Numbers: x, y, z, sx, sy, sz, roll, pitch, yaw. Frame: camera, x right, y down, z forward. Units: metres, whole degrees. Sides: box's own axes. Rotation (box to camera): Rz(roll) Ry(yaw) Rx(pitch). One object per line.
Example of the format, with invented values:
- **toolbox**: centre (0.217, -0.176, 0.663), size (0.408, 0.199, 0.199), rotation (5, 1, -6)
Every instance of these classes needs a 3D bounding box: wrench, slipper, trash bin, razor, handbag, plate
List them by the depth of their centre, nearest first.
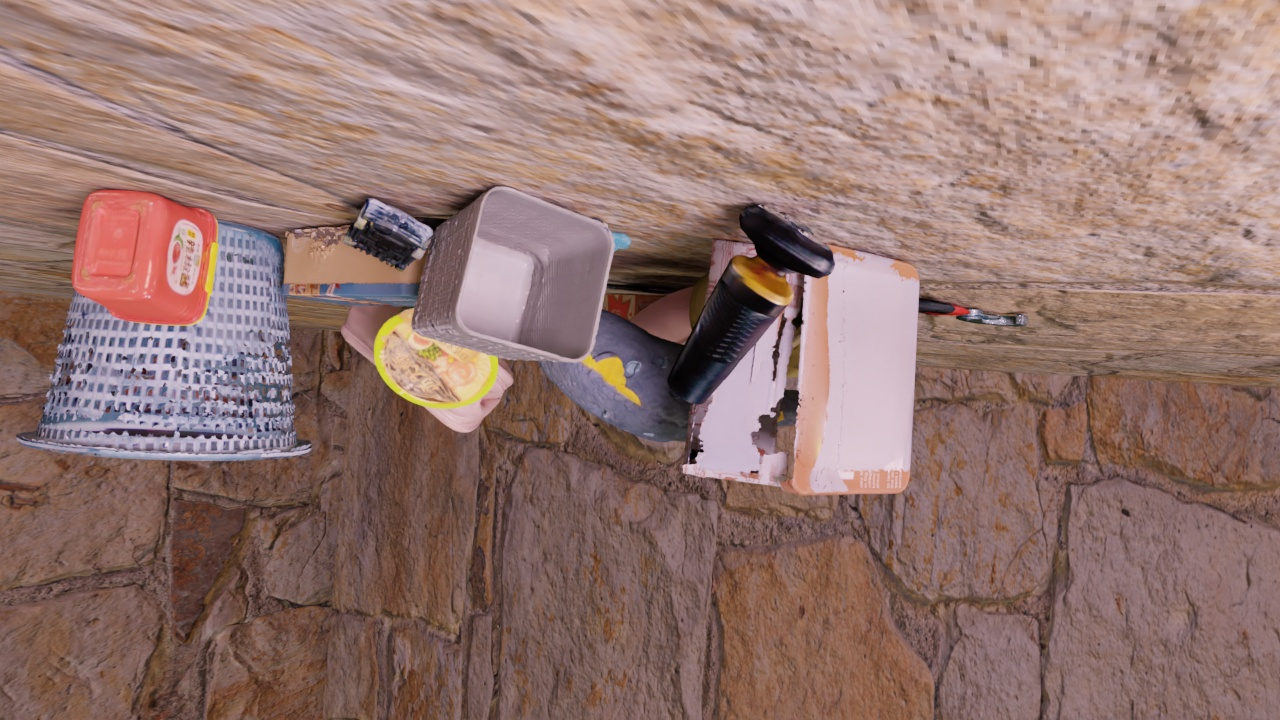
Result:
- **razor**: centre (0.061, -0.029, 0.579), size (0.062, 0.067, 0.168), rotation (32, 137, 2)
- **trash bin**: centre (-0.397, -0.021, 0.794), size (0.226, 0.195, 0.226), rotation (4, 179, 0)
- **slipper**: centre (0.130, -0.035, 0.857), size (0.190, 0.091, 0.082), rotation (10, 173, -39)
- **wrench**: centre (0.303, -0.053, 0.944), size (0.273, 0.016, 0.056), rotation (5, 178, -35)
- **plate**: centre (0.063, 0.000, 0.969), size (0.192, 0.039, 0.193), rotation (-11, 141, -9)
- **handbag**: centre (-0.227, -0.012, 1.096), size (0.193, 0.093, 0.234), rotation (41, -175, 6)

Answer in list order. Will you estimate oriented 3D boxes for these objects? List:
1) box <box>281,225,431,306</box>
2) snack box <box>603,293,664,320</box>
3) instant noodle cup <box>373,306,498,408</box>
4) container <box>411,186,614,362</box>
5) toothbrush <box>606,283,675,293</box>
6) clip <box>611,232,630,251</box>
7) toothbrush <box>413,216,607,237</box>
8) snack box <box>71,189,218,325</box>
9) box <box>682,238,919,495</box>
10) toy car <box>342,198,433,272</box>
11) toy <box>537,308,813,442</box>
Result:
- **box**: centre (-0.208, -0.076, 0.752), size (0.185, 0.061, 0.089), rotation (5, 180, 37)
- **snack box**: centre (0.007, -0.029, 1.049), size (0.077, 0.094, 0.093), rotation (1, -175, -24)
- **instant noodle cup**: centre (-0.182, -0.035, 0.871), size (0.111, 0.112, 0.123), rotation (4, -144, -1)
- **container**: centre (-0.088, -0.048, 0.590), size (0.090, 0.090, 0.114), rotation (17, 170, -29)
- **toothbrush**: centre (-0.036, -0.079, 0.992), size (0.188, 0.017, 0.014), rotation (3, -178, -30)
- **clip**: centre (-0.037, -0.088, 0.668), size (0.056, 0.014, 0.040), rotation (6, 177, -25)
- **toothbrush**: centre (-0.107, -0.093, 0.645), size (0.181, 0.015, 0.018), rotation (3, -173, 19)
- **snack box**: centre (-0.363, -0.076, 0.668), size (0.082, 0.091, 0.080), rotation (4, 172, 3)
- **box**: centre (0.130, 0.006, 0.694), size (0.178, 0.182, 0.153), rotation (8, 179, 2)
- **toy car**: centre (-0.170, -0.087, 0.622), size (0.049, 0.031, 0.106), rotation (26, 168, -21)
- **toy**: centre (-0.005, 0.005, 0.827), size (0.356, 0.092, 0.137), rotation (24, -147, -2)
